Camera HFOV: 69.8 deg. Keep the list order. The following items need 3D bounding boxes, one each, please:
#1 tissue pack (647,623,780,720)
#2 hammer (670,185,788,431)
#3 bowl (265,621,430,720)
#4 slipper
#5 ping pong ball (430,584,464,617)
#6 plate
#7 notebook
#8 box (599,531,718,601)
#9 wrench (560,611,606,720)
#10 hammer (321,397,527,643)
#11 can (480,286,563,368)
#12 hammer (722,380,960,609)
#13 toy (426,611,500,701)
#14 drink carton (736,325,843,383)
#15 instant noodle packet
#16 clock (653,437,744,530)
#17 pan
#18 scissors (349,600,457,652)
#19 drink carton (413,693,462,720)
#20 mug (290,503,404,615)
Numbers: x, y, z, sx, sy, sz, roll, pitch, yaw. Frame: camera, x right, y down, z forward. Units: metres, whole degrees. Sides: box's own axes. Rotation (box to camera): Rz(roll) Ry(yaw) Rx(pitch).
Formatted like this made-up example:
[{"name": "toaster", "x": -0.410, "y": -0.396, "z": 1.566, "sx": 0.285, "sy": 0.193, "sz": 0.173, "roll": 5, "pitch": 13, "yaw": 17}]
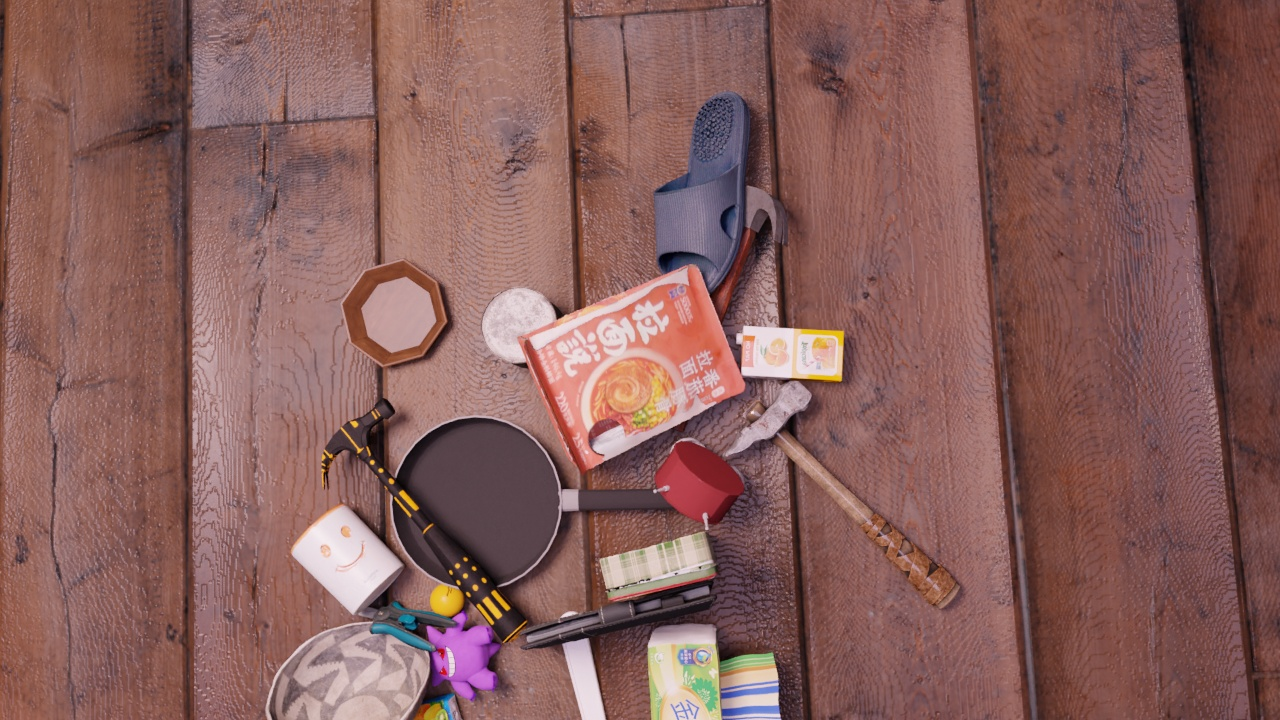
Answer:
[{"name": "tissue pack", "x": 0.086, "y": 0.398, "z": 1.025, "sx": 0.141, "sy": 0.120, "sz": 0.197, "roll": -4, "pitch": 91, "yaw": 5}, {"name": "hammer", "x": 0.090, "y": -0.059, "z": 1.084, "sx": 0.111, "sy": 0.028, "sz": 0.300, "roll": 23, "pitch": 94, "yaw": 43}, {"name": "bowl", "x": -0.324, "y": 0.390, "z": 1.043, "sx": 0.178, "sy": 0.178, "sz": 0.081, "roll": -2, "pitch": 121, "yaw": 4}, {"name": "slipper", "x": 0.066, "y": -0.199, "z": 1.069, "sx": 0.101, "sy": 0.082, "sz": 0.263, "roll": 4, "pitch": 80, "yaw": 41}, {"name": "ping pong ball", "x": -0.229, "y": 0.284, "z": 1.088, "sx": 0.040, "sy": 0.040, "sz": 0.040, "roll": 0, "pitch": 85, "yaw": 4}, {"name": "plate", "x": -0.300, "y": -0.057, "z": 1.128, "sx": 0.131, "sy": 0.025, "sz": 0.131, "roll": 0, "pitch": 85, "yaw": 4}, {"name": "notebook", "x": -0.022, "y": 0.281, "z": 1.003, "sx": 0.209, "sy": 0.170, "sz": 0.029, "roll": -15, "pitch": 71, "yaw": -3}, {"name": "box", "x": 0.025, "y": 0.223, "z": 0.994, "sx": 0.117, "sy": 0.205, "sz": 0.050, "roll": -16, "pitch": 77, "yaw": 0}, {"name": "wrench", "x": -0.052, "y": 0.431, "z": 1.076, "sx": 0.066, "sy": 0.018, "sz": 0.273, "roll": -15, "pitch": 83, "yaw": 3}, {"name": "hammer", "x": -0.247, "y": 0.197, "z": 1.060, "sx": 0.123, "sy": 0.036, "sz": 0.320, "roll": -42, "pitch": 82, "yaw": 2}, {"name": "can", "x": -0.137, "y": -0.038, "z": 1.091, "sx": 0.090, "sy": 0.074, "sz": 0.090, "roll": -1, "pitch": 84, "yaw": 5}, {"name": "hammer", "x": 0.241, "y": 0.165, "z": 1.063, "sx": 0.319, "sy": 0.049, "sz": 0.121, "roll": 44, "pitch": 83, "yaw": 3}, {"name": "toy", "x": -0.209, "y": 0.345, "z": 1.075, "sx": 0.088, "sy": 0.056, "sz": 0.106, "roll": -5, "pitch": 91, "yaw": 7}, {"name": "drink carton", "x": 0.174, "y": -0.007, "z": 1.084, "sx": 0.122, "sy": 0.040, "sz": 0.058, "roll": 3, "pitch": 85, "yaw": 4}, {"name": "instant noodle packet", "x": -0.006, "y": 0.006, "z": 1.035, "sx": 0.220, "sy": 0.084, "sz": 0.164, "roll": -24, "pitch": 100, "yaw": -10}, {"name": "clock", "x": 0.068, "y": 0.134, "z": 1.035, "sx": 0.096, "sy": 0.137, "sz": 0.048, "roll": 35, "pitch": 108, "yaw": 6}, {"name": "pan", "x": -0.117, "y": 0.166, "z": 1.088, "sx": 0.356, "sy": 0.044, "sz": 0.204, "roll": -2, "pitch": 85, "yaw": 4}, {"name": "scissors", "x": -0.277, "y": 0.305, "z": 1.075, "sx": 0.144, "sy": 0.126, "sz": 0.019, "roll": -15, "pitch": 119, "yaw": -7}, {"name": "drink carton", "x": -0.277, "y": 0.432, "z": 1.080, "sx": 0.129, "sy": 0.038, "sz": 0.044, "roll": -19, "pitch": 84, "yaw": 2}, {"name": "mug", "x": -0.343, "y": 0.234, "z": 1.079, "sx": 0.105, "sy": 0.082, "sz": 0.082, "roll": 44, "pitch": 89, "yaw": 5}]
